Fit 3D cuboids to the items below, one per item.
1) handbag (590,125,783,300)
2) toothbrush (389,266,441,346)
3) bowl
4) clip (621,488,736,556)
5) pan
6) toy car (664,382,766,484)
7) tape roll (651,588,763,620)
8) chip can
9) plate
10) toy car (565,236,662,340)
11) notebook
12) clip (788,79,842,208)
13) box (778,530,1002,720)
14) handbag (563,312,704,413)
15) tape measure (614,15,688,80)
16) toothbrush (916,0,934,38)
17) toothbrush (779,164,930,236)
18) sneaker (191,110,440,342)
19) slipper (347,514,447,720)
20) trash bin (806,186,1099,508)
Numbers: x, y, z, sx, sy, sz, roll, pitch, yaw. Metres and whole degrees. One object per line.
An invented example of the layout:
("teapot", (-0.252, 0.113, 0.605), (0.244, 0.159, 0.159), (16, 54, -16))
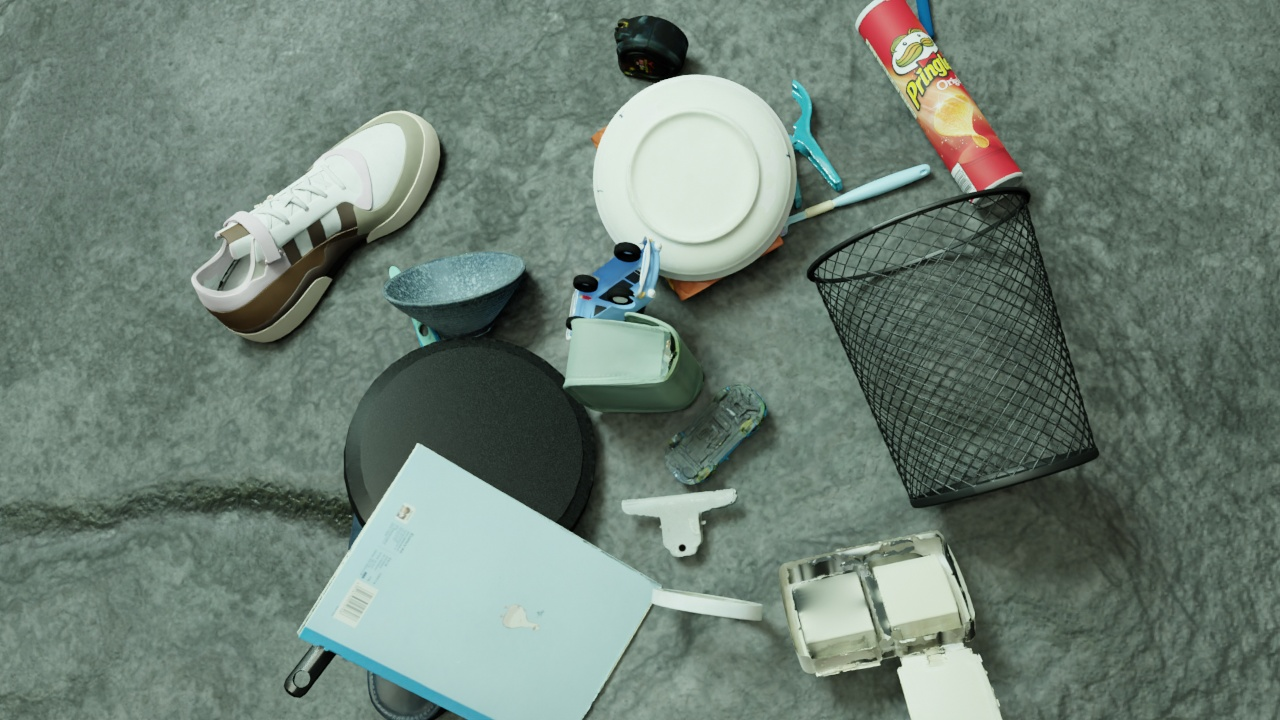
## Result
("handbag", (0.042, -0.156, 0.857), (0.109, 0.060, 0.172), (-29, 94, 4))
("toothbrush", (-0.221, -0.037, 0.921), (0.022, 0.017, 0.135), (-30, 76, 3))
("bowl", (-0.173, -0.055, 0.882), (0.137, 0.136, 0.057), (-4, 116, 10))
("clip", (0.035, 0.143, 0.812), (0.102, 0.052, 0.059), (-8, 63, 10))
("pan", (-0.185, 0.134, 0.799), (0.225, 0.034, 0.355), (35, 67, 1))
("toy car", (0.068, 0.066, 0.828), (0.048, 0.032, 0.105), (44, 94, 17))
("tape roll", (0.056, 0.204, 0.767), (0.093, 0.093, 0.013), (6, 79, 13))
("chip can", (0.275, -0.242, 0.850), (0.052, 0.052, 0.214), (-27, 73, 4))
("plate", (0.047, -0.161, 0.810), (0.182, 0.034, 0.182), (1, 97, 5))
("toy car", (-0.021, -0.059, 0.829), (0.054, 0.154, 0.056), (18, 67, -24))
("notebook", (-0.128, 0.210, 0.776), (0.253, 0.009, 0.181), (34, 83, -16))
("clip", (0.129, -0.205, 0.885), (0.120, 0.030, 0.130), (-5, 75, 5))
("box", (0.194, 0.228, 0.720), (0.143, 0.044, 0.184), (-14, 38, 9))
("handbag", (-0.005, 0.005, 0.813), (0.106, 0.122, 0.067), (1, 76, 14))
("tape measure", (0.010, -0.311, 0.911), (0.072, 0.071, 0.042), (18, 77, 9))
("toothbrush", (0.272, -0.392, 0.905), (0.014, 0.014, 0.167), (-3, 77, -1))
("toothbrush", (0.197, -0.153, 0.863), (0.155, 0.016, 0.022), (-20, 106, 7))
("sneaker", (-0.332, -0.153, 0.916), (0.294, 0.116, 0.111), (-44, 73, -1))
("slipper", (-0.218, 0.191, 0.830), (0.109, 0.083, 0.265), (-7, 74, 12))
("trash bin", (0.255, -0.002, 0.739), (0.184, 0.184, 0.210), (-18, 80, 7))
